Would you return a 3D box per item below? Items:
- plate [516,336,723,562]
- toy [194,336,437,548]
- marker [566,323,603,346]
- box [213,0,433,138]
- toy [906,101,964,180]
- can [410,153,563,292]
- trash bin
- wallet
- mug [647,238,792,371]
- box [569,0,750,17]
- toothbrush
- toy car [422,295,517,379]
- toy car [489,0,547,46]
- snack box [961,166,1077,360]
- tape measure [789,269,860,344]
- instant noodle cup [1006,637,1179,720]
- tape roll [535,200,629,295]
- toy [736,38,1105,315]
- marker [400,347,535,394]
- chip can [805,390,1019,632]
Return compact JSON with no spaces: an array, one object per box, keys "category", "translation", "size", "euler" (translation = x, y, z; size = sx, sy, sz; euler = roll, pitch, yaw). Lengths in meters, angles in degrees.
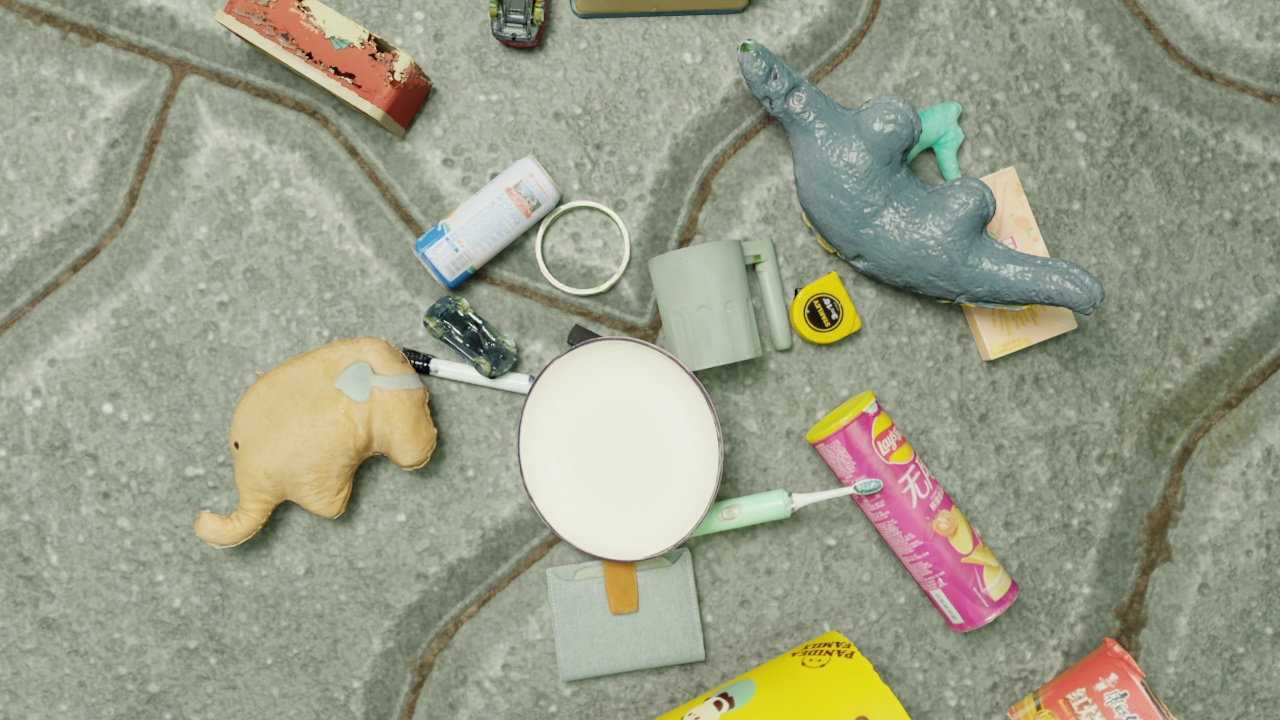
[{"category":"plate","translation":[-0.015,0.075,0.790],"size":[0.193,0.039,0.192],"euler":[1,93,24]},{"category":"toy","translation":[-0.290,0.068,0.793],"size":[0.226,0.082,0.143],"euler":[-31,81,1]},{"category":"marker","translation":[-0.005,0.005,0.825],"size":[0.132,0.020,0.022],"euler":[27,43,1]},{"category":"box","translation":[-0.268,-0.275,0.800],"size":[0.168,0.091,0.077],"euler":[31,91,1]},{"category":"toy","translation":[0.253,-0.199,0.830],"size":[0.092,0.030,0.096],"euler":[-19,94,1]},{"category":"can","translation":[-0.135,-0.122,0.813],"size":[0.134,0.053,0.053],"euler":[-39,88,-2]},{"category":"trash bin","translation":[0.095,0.358,0.719],"size":[0.255,0.230,0.229],"euler":[-29,88,-7]},{"category":"wallet","translation":[-0.013,0.221,0.808],"size":[0.130,0.037,0.106],"euler":[-8,88,-1]},{"category":"mug","translation":[0.075,-0.049,0.805],"size":[0.123,0.084,0.103],"euler":[-11,88,-26]},{"category":"box","translation":[0.012,-0.360,0.822],"size":[0.184,0.059,0.089],"euler":[0,87,2]},{"category":"toothbrush","translation":[0.095,0.129,0.787],"size":[0.225,0.027,0.026],"euler":[-14,76,16]},{"category":"toy car","translation":[-0.151,-0.019,0.815],"size":[0.090,0.034,0.042],"euler":[37,57,3]},{"category":"toy car","translation":[-0.107,-0.343,0.826],"size":[0.053,0.045,0.120],"euler":[7,93,-2]},{"category":"snack box","translation":[0.322,-0.087,0.826],"size":[0.084,0.026,0.157],"euler":[-21,88,-1]},{"category":"tape measure","translation":[0.163,-0.043,0.823],"size":[0.057,0.029,0.060],"euler":[-27,88,-2]},{"category":"instant noodle cup","translation":[0.384,0.319,0.764],"size":[0.109,0.138,0.138],"euler":[-32,88,7]},{"category":"tape roll","translation":[-0.052,-0.102,0.832],"size":[0.086,0.014,0.085],"euler":[0,87,0]},{"category":"toy","translation":[0.210,-0.135,0.777],"size":[0.356,0.138,0.091],"euler":[41,59,7]},{"category":"marker","translation":[-0.155,0.010,0.826],"size":[0.131,0.018,0.022],"euler":[10,78,1]},{"category":"chip can","translation":[0.234,0.130,0.796],"size":[0.071,0.071,0.210],"euler":[-37,89,-2]}]
